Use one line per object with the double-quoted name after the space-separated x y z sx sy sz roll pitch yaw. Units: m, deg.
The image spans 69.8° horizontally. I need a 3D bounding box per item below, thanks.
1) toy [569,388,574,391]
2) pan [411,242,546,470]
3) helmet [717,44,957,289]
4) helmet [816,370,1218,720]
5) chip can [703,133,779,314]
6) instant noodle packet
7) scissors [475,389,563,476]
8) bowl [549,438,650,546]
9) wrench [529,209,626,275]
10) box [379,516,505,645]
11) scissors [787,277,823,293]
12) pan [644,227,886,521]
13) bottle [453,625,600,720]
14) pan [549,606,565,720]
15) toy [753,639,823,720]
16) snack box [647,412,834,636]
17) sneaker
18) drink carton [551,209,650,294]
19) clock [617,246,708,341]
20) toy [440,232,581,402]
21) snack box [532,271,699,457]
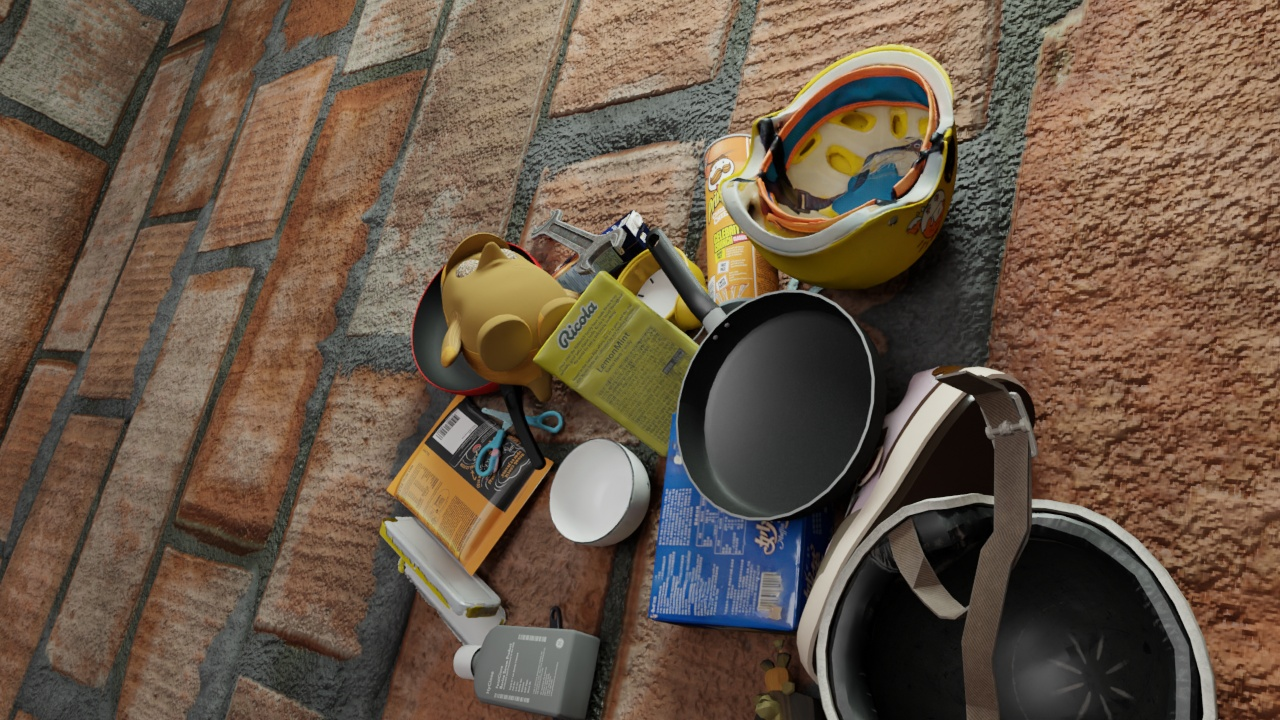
-0.049 0.001 1.072 0.100 0.036 0.080 -2 77 41 "toy"
-0.175 0.000 1.152 0.209 0.067 0.356 -37 57 11 "pan"
0.208 -0.166 0.877 0.209 0.139 0.239 20 68 42 "helmet"
0.237 0.190 0.603 0.235 0.253 0.233 -44 42 35 "helmet"
0.106 -0.134 0.973 0.075 0.075 0.214 -19 55 32 "chip can"
-0.218 0.145 1.142 0.221 0.032 0.159 30 81 43 "instant noodle packet"
-0.150 0.083 1.117 0.136 0.015 0.134 -5 53 25 "scissors"
-0.036 0.145 0.977 0.114 0.063 0.113 -17 60 32 "bowl"
-0.084 -0.151 1.128 0.070 0.010 0.273 -48 27 -3 "wrench"
-0.246 0.259 1.087 0.209 0.080 0.079 30 88 42 "box"
0.144 -0.050 0.956 0.139 0.028 0.170 14 75 44 "scissors"
0.091 -0.010 0.850 0.204 0.044 0.355 -48 47 20 "pan"
-0.128 0.324 0.965 0.174 0.046 0.083 -8 61 38 "bottle"
-0.079 0.421 0.915 0.199 0.021 0.355 -25 55 28 "pan"
0.122 0.289 0.786 0.076 0.062 0.100 -43 41 41 "toy"
0.098 0.149 0.862 0.155 0.069 0.202 -8 65 37 "snack box"
0.204 0.129 0.777 0.294 0.111 0.116 -62 25 1 "sneaker"
-0.049 -0.124 1.111 0.130 0.040 0.064 -34 17 23 "drink carton"
0.025 -0.063 1.035 0.114 0.052 0.151 -44 44 15 "clock"
-0.161 -0.067 1.057 0.203 0.198 0.163 46 145 44 "toy"
-0.006 0.006 0.969 0.181 0.045 0.121 37 98 -1 "snack box"
